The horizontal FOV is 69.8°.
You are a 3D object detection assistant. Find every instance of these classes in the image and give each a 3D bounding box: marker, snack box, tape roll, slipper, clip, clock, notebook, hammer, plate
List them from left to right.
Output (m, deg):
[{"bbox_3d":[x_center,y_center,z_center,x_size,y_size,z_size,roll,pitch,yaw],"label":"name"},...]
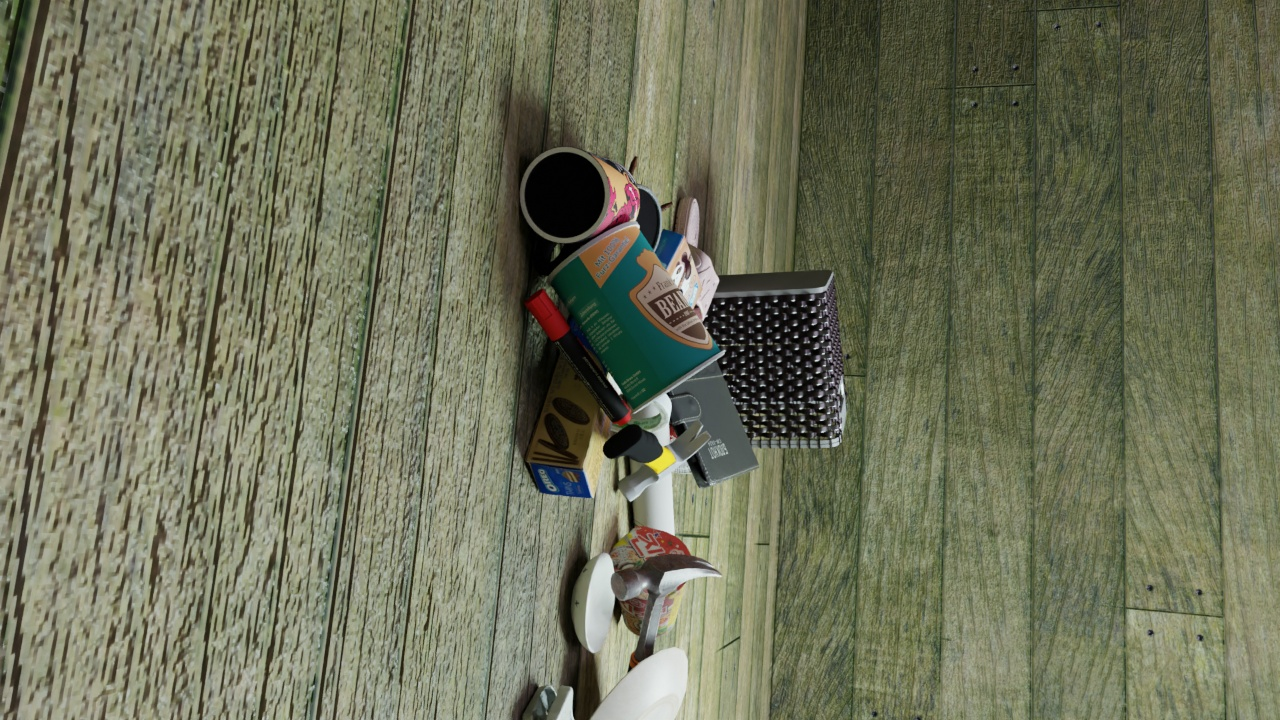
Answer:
[{"bbox_3d":[-0.063,0.382,0.865,0.126,0.099,0.152,-52,152,-69],"label":"clip"},{"bbox_3d":[-0.054,-0.001,0.830,0.145,0.021,0.023,55,35,-19],"label":"marker"},{"bbox_3d":[-0.055,0.031,0.895,0.056,0.057,0.206,79,19,-50],"label":"snack box"},{"bbox_3d":[-0.054,0.258,0.982,0.104,0.026,0.104,3,89,-76],"label":"plate"},{"bbox_3d":[-0.033,-0.124,0.925,0.147,0.056,0.104,-61,141,-12],"label":"clock"},{"bbox_3d":[-0.014,0.049,0.974,0.094,0.094,0.018,71,26,-53],"label":"tape roll"},{"bbox_3d":[-0.003,0.403,1.010,0.188,0.027,0.189,-33,139,-34],"label":"plate"},{"bbox_3d":[0.009,0.358,1.057,0.137,0.035,0.315,-8,120,-35],"label":"hammer"},{"bbox_3d":[0.010,0.097,0.967,0.029,0.127,0.323,54,0,13],"label":"hammer"},{"bbox_3d":[0.040,-0.099,1.227,0.087,0.034,0.151,-63,158,-15],"label":"snack box"},{"bbox_3d":[0.081,-0.133,1.365,0.094,0.064,0.239,55,38,-66],"label":"slipper"},{"bbox_3d":[0.081,0.060,1.222,0.169,0.030,0.209,-6,68,-59],"label":"notebook"}]

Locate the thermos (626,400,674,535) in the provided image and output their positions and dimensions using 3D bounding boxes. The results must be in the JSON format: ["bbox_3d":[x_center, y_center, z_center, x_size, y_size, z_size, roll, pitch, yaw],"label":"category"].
[{"bbox_3d":[0.013,0.140,1.165,0.052,0.052,0.224,-52,142,-65],"label":"thermos"}]

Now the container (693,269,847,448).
[{"bbox_3d":[0.206,-0.009,1.510,0.246,0.246,0.244,-40,127,-70],"label":"container"}]

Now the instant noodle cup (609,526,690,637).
[{"bbox_3d":[0.012,0.281,1.118,0.100,0.100,0.113,-70,165,-49],"label":"instant noodle cup"}]

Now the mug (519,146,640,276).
[{"bbox_3d":[-0.060,-0.130,0.831,0.118,0.082,0.098,-63,169,13],"label":"mug"}]

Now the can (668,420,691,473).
[{"bbox_3d":[0.065,0.089,1.288,0.116,0.087,0.087,-68,155,-52],"label":"can"}]

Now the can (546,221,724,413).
[{"bbox_3d":[-0.005,-0.039,0.835,0.144,0.099,0.099,56,16,3],"label":"can"}]
